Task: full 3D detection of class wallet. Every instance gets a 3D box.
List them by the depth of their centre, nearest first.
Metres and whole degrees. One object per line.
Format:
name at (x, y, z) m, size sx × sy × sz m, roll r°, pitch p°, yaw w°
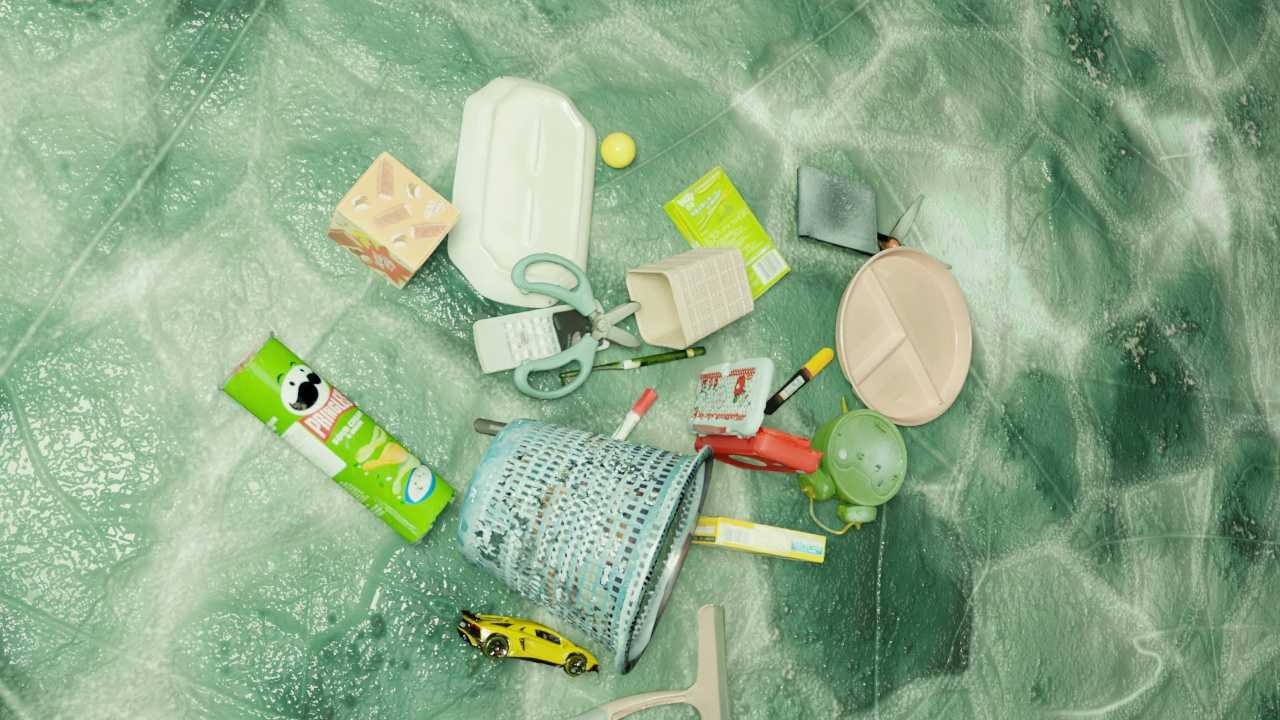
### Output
wallet at (0.250, -0.188, 1.165) m, size 0.120 × 0.019 × 0.097 m, roll 10°, pitch 72°, yaw -23°

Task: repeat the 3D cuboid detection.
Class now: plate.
plate at (-0.122, -0.191, 1.010) m, size 0.162 × 0.034 × 0.265 m, roll 10°, pitch 78°, yaw -22°
plate at (0.338, -0.031, 1.180) m, size 0.229 × 0.028 × 0.229 m, roll 1°, pitch 88°, yaw -28°

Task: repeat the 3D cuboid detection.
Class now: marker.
marker at (-0.118, 0.080, 0.980) m, size 0.124 × 0.015 × 0.018 m, roll 14°, pitch 73°, yaw -20°
marker at (-0.027, 0.089, 1.018) m, size 0.017 × 0.017 × 0.145 m, roll 43°, pitch 68°, yaw -12°
marker at (0.193, 0.026, 1.128) m, size 0.123 × 0.015 × 0.018 m, roll -40°, pitch 97°, yaw -21°

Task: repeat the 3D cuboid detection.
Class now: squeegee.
squeegee at (-0.029, 0.370, 0.950) m, size 0.249 × 0.040 × 0.248 m, roll -11°, pitch 116°, yaw -13°

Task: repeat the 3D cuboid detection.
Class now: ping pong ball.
ping pong ball at (-0.026, -0.242, 1.058) m, size 0.040 × 0.040 × 0.040 m, roll 4°, pitch 80°, yaw -23°

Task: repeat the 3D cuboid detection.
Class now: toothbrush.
toothbrush at (-0.006, 0.006, 1.043) m, size 0.185 × 0.012 × 0.017 m, roll -11°, pitch 92°, yaw -25°

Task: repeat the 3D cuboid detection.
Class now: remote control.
remote control at (-0.105, -0.027, 0.999) m, size 0.149 × 0.021 × 0.058 m, roll -13°, pitch 87°, yaw -24°

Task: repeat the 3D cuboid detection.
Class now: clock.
clock at (0.254, 0.133, 1.114) m, size 0.116 × 0.056 × 0.161 m, roll 35°, pitch 69°, yaw -15°

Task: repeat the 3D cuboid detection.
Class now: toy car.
toy car at (-0.110, 0.284, 0.921) m, size 0.155 × 0.071 × 0.041 m, roll 22°, pitch 77°, yaw -22°

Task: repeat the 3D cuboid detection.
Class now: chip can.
chip can at (-0.285, 0.078, 0.876) m, size 0.236 × 0.072 × 0.072 m, roll 44°, pitch 67°, yaw -13°

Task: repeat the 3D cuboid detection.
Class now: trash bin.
trash bin at (-0.058, 0.155, 0.882) m, size 0.195 × 0.227 × 0.226 m, roll 20°, pitch 71°, yaw 13°

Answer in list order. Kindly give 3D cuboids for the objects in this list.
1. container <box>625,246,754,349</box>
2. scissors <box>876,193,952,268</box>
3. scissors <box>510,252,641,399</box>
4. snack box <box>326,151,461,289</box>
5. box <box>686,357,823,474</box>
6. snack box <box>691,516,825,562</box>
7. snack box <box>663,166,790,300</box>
container at (0.059, -0.077, 1.036) m, size 0.110 × 0.090 × 0.090 m, roll -25°, pitch 109°, yaw -28°
scissors at (0.317, -0.142, 1.204) m, size 0.233 × 0.022 × 0.220 m, roll 22°, pitch 74°, yaw -19°
scissors at (-0.081, -0.025, 0.987) m, size 0.170 × 0.019 × 0.180 m, roll 29°, pitch 78°, yaw -25°
snack box at (-0.247, -0.136, 0.913) m, size 0.094 × 0.093 × 0.077 m, roll 38°, pitch 69°, yaw -14°
box at (0.120, 0.059, 0.983) m, size 0.102 × 0.202 × 0.100 m, roll 20°, pitch 81°, yaw -13°
snack box at (0.126, 0.200, 1.029) m, size 0.140 × 0.087 × 0.033 m, roll 16°, pitch 76°, yaw -21°
snack box at (0.106, -0.148, 1.109) m, size 0.085 × 0.026 × 0.156 m, roll -41°, pitch 99°, yaw -24°
